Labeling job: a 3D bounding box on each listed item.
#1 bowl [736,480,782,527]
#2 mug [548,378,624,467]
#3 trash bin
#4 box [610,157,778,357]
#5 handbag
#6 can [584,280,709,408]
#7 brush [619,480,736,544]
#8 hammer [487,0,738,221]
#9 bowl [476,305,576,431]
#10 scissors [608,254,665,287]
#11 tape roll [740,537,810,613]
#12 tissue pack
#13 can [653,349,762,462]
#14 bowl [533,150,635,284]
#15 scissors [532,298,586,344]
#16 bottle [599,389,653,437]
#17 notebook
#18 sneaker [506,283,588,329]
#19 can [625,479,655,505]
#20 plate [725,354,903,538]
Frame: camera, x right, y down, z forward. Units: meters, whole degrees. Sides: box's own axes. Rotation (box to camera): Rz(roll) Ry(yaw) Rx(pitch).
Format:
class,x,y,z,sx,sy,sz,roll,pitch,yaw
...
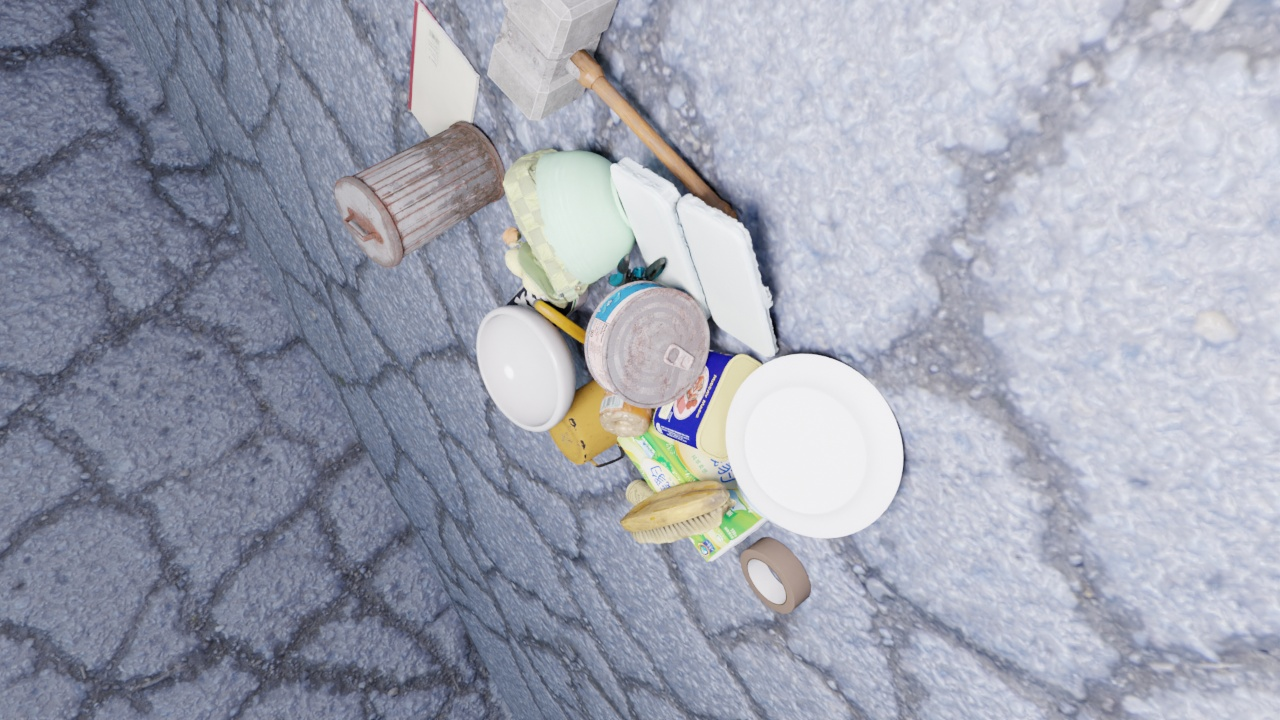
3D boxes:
class,x,y,z,sx,sy,sz,roll,pitch,yaw
bowl,0.153,0.126,0.999,0.150,0.074,0.151,40,146,34
mug,-0.069,0.097,1.310,0.101,0.093,0.124,-5,113,59
trash bin,-0.301,-0.224,1.242,0.131,0.210,0.131,33,145,27
box,0.057,-0.099,0.936,0.189,0.037,0.209,41,165,34
handbag,-0.115,-0.154,1.111,0.117,0.113,0.186,-19,104,22
can,0.008,-0.017,0.977,0.044,0.129,0.130,28,139,57
brush,0.039,0.172,1.028,0.043,0.059,0.196,53,144,-7
hammer,-0.013,-0.249,0.927,0.317,0.082,0.163,47,151,7
bowl,-0.143,0.004,1.243,0.177,0.066,0.177,22,124,38
scissors,-0.003,-0.091,1.008,0.144,0.126,0.019,-4,77,38
tape roll,0.169,0.271,1.157,0.094,0.030,0.094,39,146,33
tissue pack,0.062,0.146,1.129,0.197,0.120,0.142,58,149,17
can,0.074,0.044,1.017,0.056,0.116,0.092,27,174,-34
bowl,-0.048,-0.167,1.010,0.077,0.150,0.151,-16,106,19
scissors,-0.062,-0.023,1.148,0.225,0.016,0.216,36,179,21
bottle,-0.006,0.006,1.073,0.059,0.166,0.059,8,149,5
notebook,-0.282,-0.378,1.293,0.153,0.012,0.209,53,151,13
sneaker,-0.139,-0.084,1.268,0.084,0.078,0.236,56,151,9
can,0.016,0.206,1.335,0.079,0.038,0.038,29,139,44
plate,0.165,0.089,0.913,0.189,0.016,0.189,8,104,33
